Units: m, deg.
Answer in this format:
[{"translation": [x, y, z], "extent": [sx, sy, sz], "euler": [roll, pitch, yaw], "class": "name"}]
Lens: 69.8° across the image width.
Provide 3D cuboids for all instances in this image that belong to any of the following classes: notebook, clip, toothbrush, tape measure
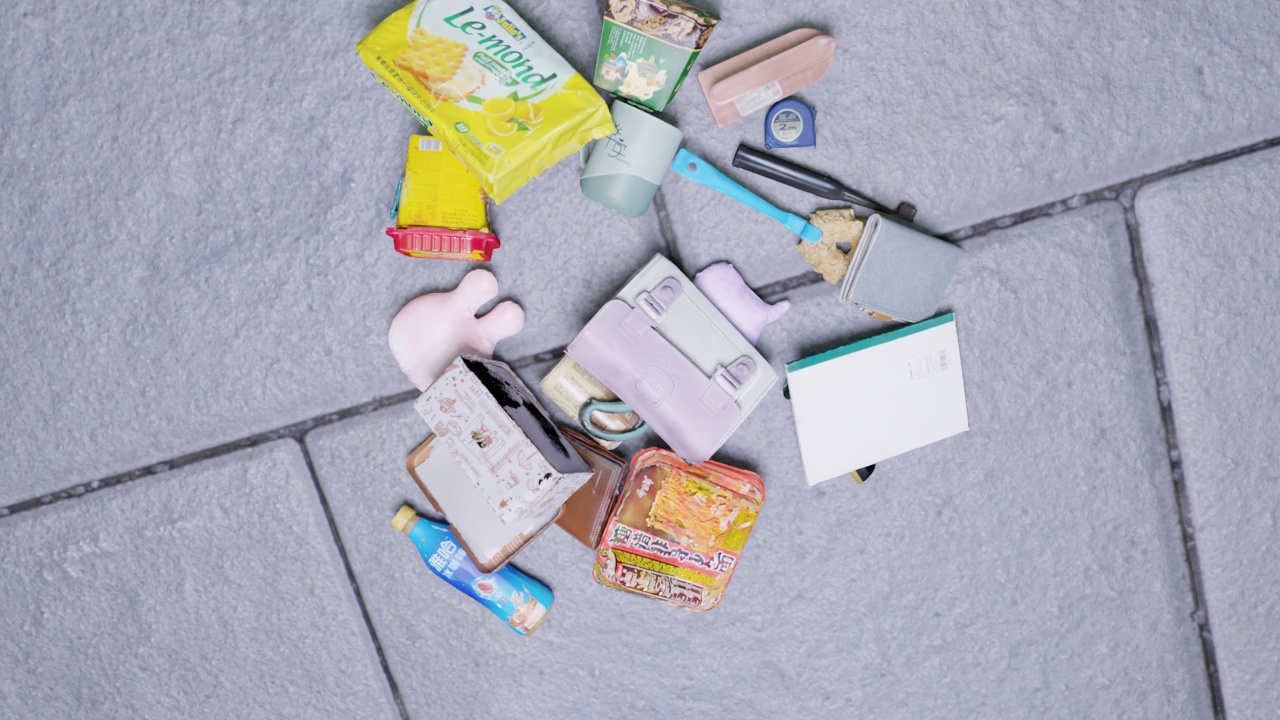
[{"translation": [0.271, 0.043, 1.037], "extent": [0.209, 0.012, 0.150], "euler": [-17, 108, -10], "class": "notebook"}, {"translation": [-0.271, -0.186, 1.049], "extent": [0.045, 0.014, 0.057], "euler": [19, 101, -3], "class": "clip"}, {"translation": [0.206, -0.193, 1.018], "extent": [0.212, 0.026, 0.027], "euler": [19, 115, -2], "class": "toothbrush"}, {"translation": [0.164, -0.258, 1.006], "extent": [0.058, 0.025, 0.054], "euler": [-3, 101, -1], "class": "tape measure"}]

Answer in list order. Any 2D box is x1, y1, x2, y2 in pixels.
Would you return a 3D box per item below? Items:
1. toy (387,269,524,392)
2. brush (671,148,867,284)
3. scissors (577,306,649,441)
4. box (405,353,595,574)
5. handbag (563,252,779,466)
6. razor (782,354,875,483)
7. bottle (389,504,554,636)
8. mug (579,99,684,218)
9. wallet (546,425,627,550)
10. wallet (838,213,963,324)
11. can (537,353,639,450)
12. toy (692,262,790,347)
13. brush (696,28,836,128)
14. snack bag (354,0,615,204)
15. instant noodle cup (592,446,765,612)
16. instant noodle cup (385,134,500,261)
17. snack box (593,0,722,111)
[{"translation": [-0.212, -0.031, 1.060], "extent": [0.159, 0.054, 0.121], "euler": [-34, 106, 10], "class": "toy"}, {"translation": [0.151, -0.164, 1.012], "extent": [0.254, 0.045, 0.083], "euler": [26, 107, -9], "class": "brush"}, {"translation": [-0.006, 0.007, 1.053], "extent": [0.170, 0.019, 0.181], "euler": [-18, 86, -21], "class": "scissors"}, {"translation": [-0.182, 0.120, 1.016], "extent": [0.198, 0.157, 0.181], "euler": [-42, 76, 10], "class": "box"}, {"translation": [0.035, 0.000, 1.009], "extent": [0.197, 0.099, 0.144], "euler": [44, 68, -6], "class": "handbag"}, {"translation": [0.223, 0.073, 1.069], "extent": [0.068, 0.062, 0.167], "euler": [-22, 109, 38], "class": "razor"}, {"translation": [-0.208, 0.250, 1.120], "extent": [0.218, 0.065, 0.065], "euler": [38, 102, -5], "class": "bottle"}, {"translation": [-0.023, -0.222, 1.000], "extent": [0.112, 0.082, 0.106], "euler": [33, 105, 26], "class": "mug"}, {"translation": [-0.075, 0.149, 1.078], "extent": [0.101, 0.032, 0.125], "euler": [28, 116, 20], "class": "wallet"}, {"translation": [0.283, -0.094, 1.012], "extent": [0.129, 0.037, 0.107], "euler": [13, 106, -30], "class": "wallet"}, {"translation": [-0.060, 0.047, 1.068], "extent": [0.116, 0.058, 0.058], "euler": [44, 101, -7], "class": "can"}, {"translation": [0.107, -0.066, 1.044], "extent": [0.108, 0.039, 0.084], "euler": [42, 101, -4], "class": "toy"}, {"translation": [0.137, -0.305, 0.972], "extent": [0.146, 0.073, 0.063], "euler": [-23, 100, 6], "class": "brush"}, {"translation": [-0.164, -0.281, 0.949], "extent": [0.157, 0.068, 0.246], "euler": [-40, 78, -19], "class": "snack bag"}, {"translation": [0.041, 0.189, 1.077], "extent": [0.164, 0.079, 0.189], "euler": [19, 104, -12], "class": "instant noodle cup"}, {"translation": [-0.212, -0.176, 1.003], "extent": [0.116, 0.116, 0.123], "euler": [2, 91, -3], "class": "instant noodle cup"}, {"translation": [0.009, -0.328, 0.962], "extent": [0.118, 0.117, 0.106], "euler": [23, 115, 0], "class": "snack box"}]
